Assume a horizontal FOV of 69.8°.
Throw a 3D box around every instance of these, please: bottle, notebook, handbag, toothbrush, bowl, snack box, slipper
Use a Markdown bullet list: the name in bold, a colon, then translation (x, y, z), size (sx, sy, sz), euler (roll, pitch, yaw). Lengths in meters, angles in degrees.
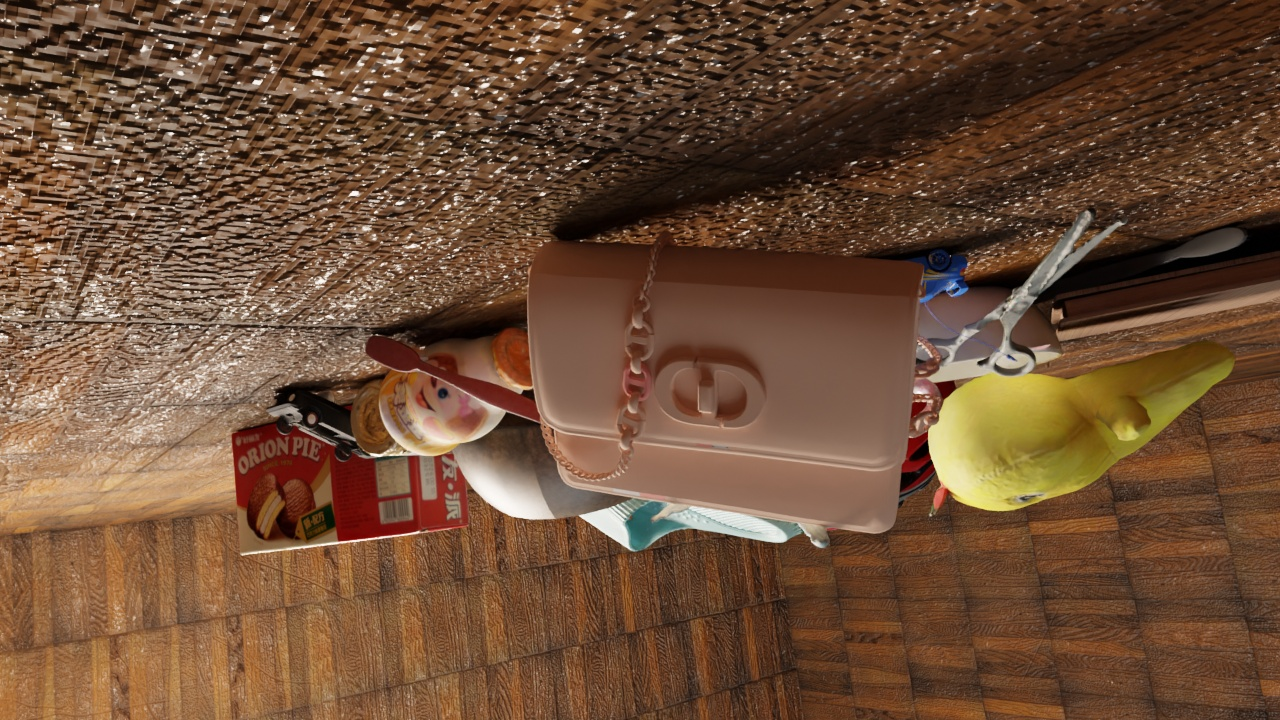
- **bottle**: translation (-0.159, 0.044, 0.691), size (0.056, 0.056, 0.105), euler (-13, 170, 32)
- **notebook**: translation (0.374, -0.043, 0.627), size (0.169, 0.022, 0.210), euler (-12, 173, 23)
- **handbag**: translation (0.040, -0.025, 0.429), size (0.199, 0.117, 0.186), euler (5, -148, 18)
- **toothbrush**: translation (0.292, -0.054, 0.575), size (0.013, 0.013, 0.168), euler (-11, 174, -33)
- **bowl**: translation (-0.052, 0.057, 0.648), size (0.162, 0.070, 0.162), euler (-9, -168, 2)
- **bowl**: translation (0.216, -0.018, 0.614), size (0.114, 0.050, 0.115), euler (-7, 171, -1)
- **toothbrush**: translation (-0.072, 0.020, 0.488), size (0.184, 0.015, 0.015), euler (20, -176, 23)
- **snack box**: translation (-0.258, 0.102, 0.798), size (0.237, 0.113, 0.060), euler (-13, 170, 31)
- **slipper**: translation (0.004, 0.122, 0.798), size (0.276, 0.069, 0.116), euler (13, 154, 21)
- **bottle**: translation (-0.105, 0.016, 0.545), size (0.109, 0.063, 0.063), euler (-25, 162, 37)

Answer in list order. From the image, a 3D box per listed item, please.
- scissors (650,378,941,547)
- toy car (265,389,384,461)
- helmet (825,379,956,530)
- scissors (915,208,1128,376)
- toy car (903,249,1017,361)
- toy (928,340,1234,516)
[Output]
- **scissors**: translation (0.077, 0.035, 0.453), size (0.175, 0.013, 0.170), euler (-12, -155, -7)
- **toy car**: translation (-0.229, 0.047, 0.686), size (0.040, 0.037, 0.092), euler (-13, 144, 40)
- **helmet**: translation (0.193, 0.070, 0.887), size (0.218, 0.167, 0.271), euler (-11, -177, 43)
- **scissors**: translation (0.193, -0.029, 0.505), size (0.121, 0.014, 0.160), euler (-2, 145, 15)
- **toy car**: translation (0.148, -0.024, 0.490), size (0.092, 0.062, 0.033), euler (-8, 171, 5)
- **toy**: translation (0.279, 0.041, 0.608), size (0.208, 0.092, 0.133), euler (-22, 171, 26)
